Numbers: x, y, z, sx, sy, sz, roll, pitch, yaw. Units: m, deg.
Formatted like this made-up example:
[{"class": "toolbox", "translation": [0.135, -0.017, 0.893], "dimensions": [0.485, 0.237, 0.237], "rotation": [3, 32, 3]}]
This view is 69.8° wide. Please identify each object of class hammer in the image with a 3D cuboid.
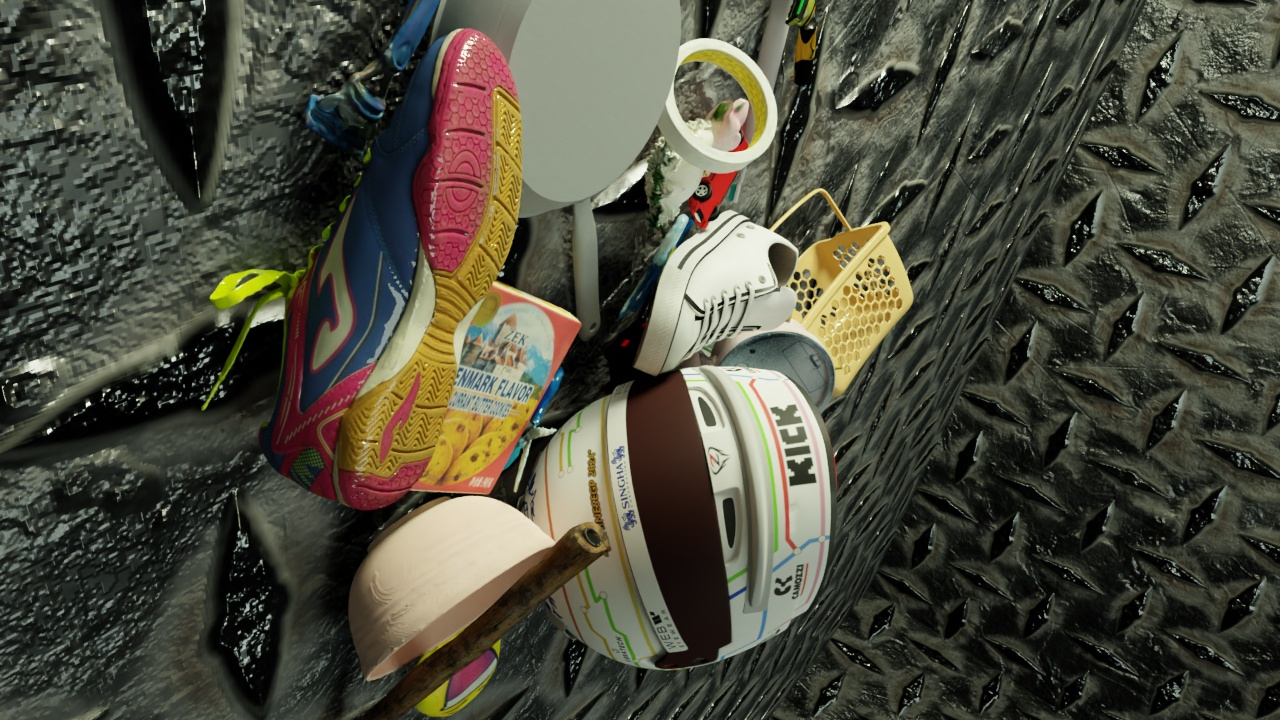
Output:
[{"class": "hammer", "translation": [-0.141, 0.213, 0.637], "dimensions": [0.331, 0.033, 0.119], "rotation": [-44, 165, 26]}]

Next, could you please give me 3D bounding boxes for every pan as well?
[{"class": "pan", "translation": [-0.037, -0.125, 0.600], "dimensions": [0.200, 0.051, 0.357], "rotation": [-45, 149, -28]}]

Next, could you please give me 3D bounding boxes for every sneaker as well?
[{"class": "sneaker", "translation": [-0.134, -0.050, 0.457], "dimensions": [0.116, 0.091, 0.242], "rotation": [11, 98, -67]}, {"class": "sneaker", "translation": [0.076, -0.049, 0.768], "dimensions": [0.244, 0.097, 0.091], "rotation": [-44, 156, -57]}]

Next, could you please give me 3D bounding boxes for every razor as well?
[{"class": "razor", "translation": [0.134, -0.264, 0.756], "dimensions": [0.144, 0.021, 0.044], "rotation": [48, 62, -79]}, {"class": "razor", "translation": [-0.111, -0.163, 0.440], "dimensions": [0.141, 0.018, 0.044], "rotation": [-59, 155, 0]}]

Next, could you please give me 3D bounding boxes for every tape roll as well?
[{"class": "tape roll", "translation": [0.053, -0.180, 0.649], "dimensions": [0.093, 0.094, 0.019], "rotation": [-45, -170, -27]}]

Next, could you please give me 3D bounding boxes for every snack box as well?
[{"class": "snack box", "translation": [-0.116, 0.016, 0.603], "dimensions": [0.145, 0.040, 0.142], "rotation": [-61, 155, 3]}]

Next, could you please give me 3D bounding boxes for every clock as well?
[{"class": "clock", "translation": [0.104, 0.021, 0.869], "dimensions": [0.158, 0.058, 0.117], "rotation": [-33, 119, 13]}]

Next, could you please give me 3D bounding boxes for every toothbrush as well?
[{"class": "toothbrush", "translation": [0.099, -0.218, 0.769], "dimensions": [0.018, 0.019, 0.188], "rotation": [-58, 163, -54]}]

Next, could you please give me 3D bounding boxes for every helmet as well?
[{"class": "helmet", "translation": [0.018, 0.133, 0.753], "dimensions": [0.236, 0.230, 0.315], "rotation": [-9, 156, -3]}]

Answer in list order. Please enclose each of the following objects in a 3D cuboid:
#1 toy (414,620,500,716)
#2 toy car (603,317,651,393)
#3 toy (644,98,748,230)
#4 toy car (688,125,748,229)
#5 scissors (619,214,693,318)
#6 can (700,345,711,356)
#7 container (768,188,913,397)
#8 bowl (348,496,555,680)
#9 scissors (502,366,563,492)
[{"class": "toy", "translation": [-0.160, 0.265, 0.798], "dimensions": [0.095, 0.041, 0.094], "rotation": [-35, 141, -40]}, {"class": "toy car", "translation": [-0.005, 0.005, 0.803], "dimensions": [0.042, 0.036, 0.092], "rotation": [-44, 151, -30]}, {"class": "toy", "translation": [0.039, -0.157, 0.696], "dimensions": [0.108, 0.041, 0.096], "rotation": [-42, 166, -20]}, {"class": "toy car", "translation": [0.064, -0.155, 0.757], "dimensions": [0.089, 0.025, 0.038], "rotation": [-60, 156, -10]}, {"class": "scissors", "translation": [0.017, -0.079, 0.740], "dimensions": [0.125, 0.013, 0.131], "rotation": [-57, 175, -30]}, {"class": "can", "translation": [0.056, 0.037, 0.933], "dimensions": [0.101, 0.053, 0.053], "rotation": [-61, 155, 4]}, {"class": "container", "translation": [0.179, -0.071, 0.976], "dimensions": [0.183, 0.129, 0.167], "rotation": [-47, 111, -24]}, {"class": "bowl", "translation": [-0.141, 0.144, 0.635], "dimensions": [0.153, 0.076, 0.153], "rotation": [-36, 168, -9]}, {"class": "scissors", "translation": [-0.078, 0.045, 0.671], "dimensions": [0.118, 0.014, 0.129], "rotation": [-63, -165, -15]}]
